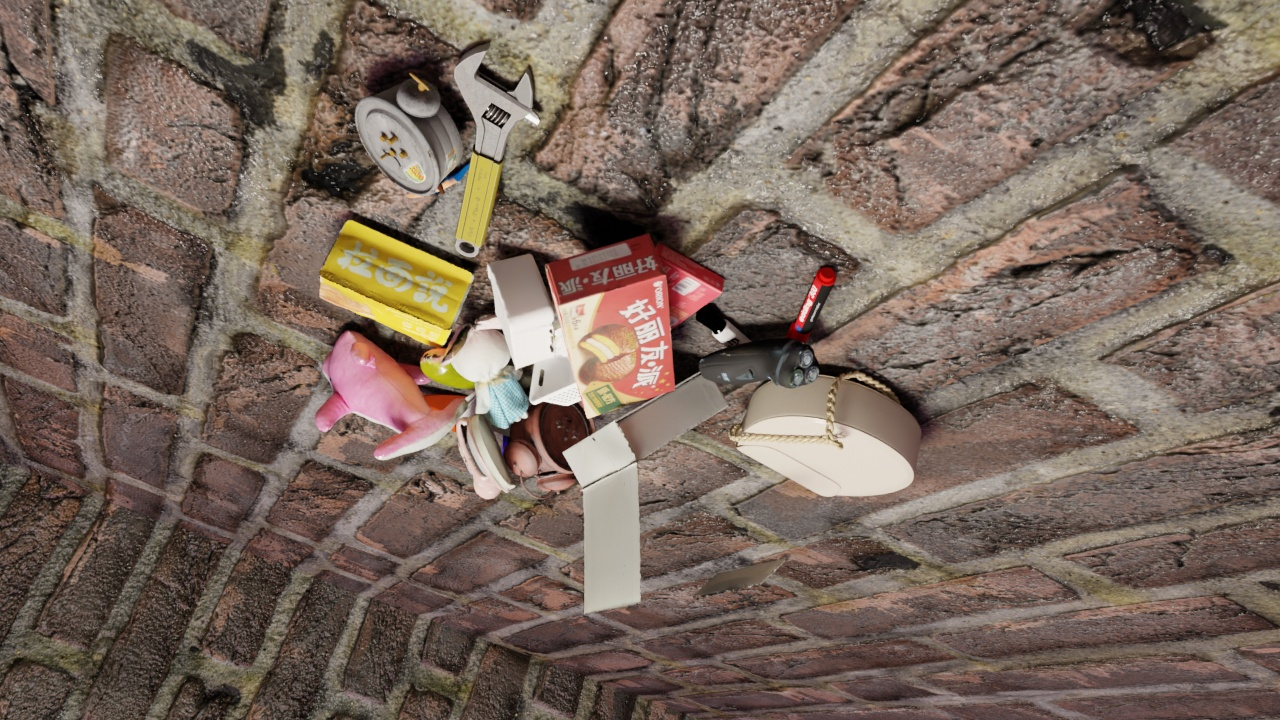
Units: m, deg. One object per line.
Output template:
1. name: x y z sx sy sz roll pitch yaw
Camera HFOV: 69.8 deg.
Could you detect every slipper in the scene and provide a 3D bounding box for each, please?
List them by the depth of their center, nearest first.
1. slipper: -0.223 0.143 1.306 0.054 0.114 0.275 -22 167 -7

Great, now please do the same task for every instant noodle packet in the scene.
1. instant noodle packet: -0.313 -0.076 1.158 0.163 0.084 0.222 22 161 -13

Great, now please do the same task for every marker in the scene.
1. marker: 0.183 -0.054 0.994 0.023 0.021 0.145 21 151 6
2. marker: 0.108 -0.025 1.074 0.025 0.025 0.126 -15 138 43

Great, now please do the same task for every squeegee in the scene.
1. squeegee: -0.290 0.080 1.413 0.184 0.055 0.250 4 142 -6

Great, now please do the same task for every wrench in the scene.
1. wrench: -0.156 -0.192 0.900 0.083 0.018 0.274 19 144 -8

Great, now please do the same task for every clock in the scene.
1. clock: -0.214 -0.215 0.854 0.104 0.056 0.148 41 148 3
2. clock: -0.131 0.121 1.307 0.072 0.157 0.120 -19 136 37

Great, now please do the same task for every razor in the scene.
1. razor: 0.131 0.009 1.042 0.141 0.063 0.053 -7 128 30

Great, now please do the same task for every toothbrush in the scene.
1. toothbrush: -0.196 -0.189 0.952 0.135 0.021 0.017 -13 124 37

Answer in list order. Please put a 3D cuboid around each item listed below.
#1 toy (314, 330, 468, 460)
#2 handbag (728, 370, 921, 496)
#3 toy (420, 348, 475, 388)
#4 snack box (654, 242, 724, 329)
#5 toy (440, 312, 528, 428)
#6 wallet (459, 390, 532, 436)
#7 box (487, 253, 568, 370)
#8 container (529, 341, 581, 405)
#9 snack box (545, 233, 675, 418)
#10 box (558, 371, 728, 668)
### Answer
1. toy: -0.369 0.029 1.284 0.266 0.186 0.128 31 137 32
2. handbag: 0.236 0.104 1.155 0.210 0.103 0.209 29 152 -19
3. toy: -0.254 0.012 1.267 0.090 0.051 0.110 6 174 26
4. snack box: 0.022 -0.076 1.033 0.089 0.021 0.133 27 149 -19
5. toy: -0.196 0.009 1.212 0.105 0.131 0.206 42 157 40
6. wallet: -0.208 0.078 1.354 0.116 0.032 0.086 19 135 -35
7. box: -0.093 -0.058 1.060 0.136 0.124 0.109 -19 151 -11
8. container: -0.086 0.012 1.184 0.049 0.080 0.130 21 152 -32
9. snack box: -0.027 -0.030 1.003 0.113 0.060 0.237 -17 149 -6
10. box: -0.020 0.174 1.122 0.150 0.368 0.167 26 152 -17
